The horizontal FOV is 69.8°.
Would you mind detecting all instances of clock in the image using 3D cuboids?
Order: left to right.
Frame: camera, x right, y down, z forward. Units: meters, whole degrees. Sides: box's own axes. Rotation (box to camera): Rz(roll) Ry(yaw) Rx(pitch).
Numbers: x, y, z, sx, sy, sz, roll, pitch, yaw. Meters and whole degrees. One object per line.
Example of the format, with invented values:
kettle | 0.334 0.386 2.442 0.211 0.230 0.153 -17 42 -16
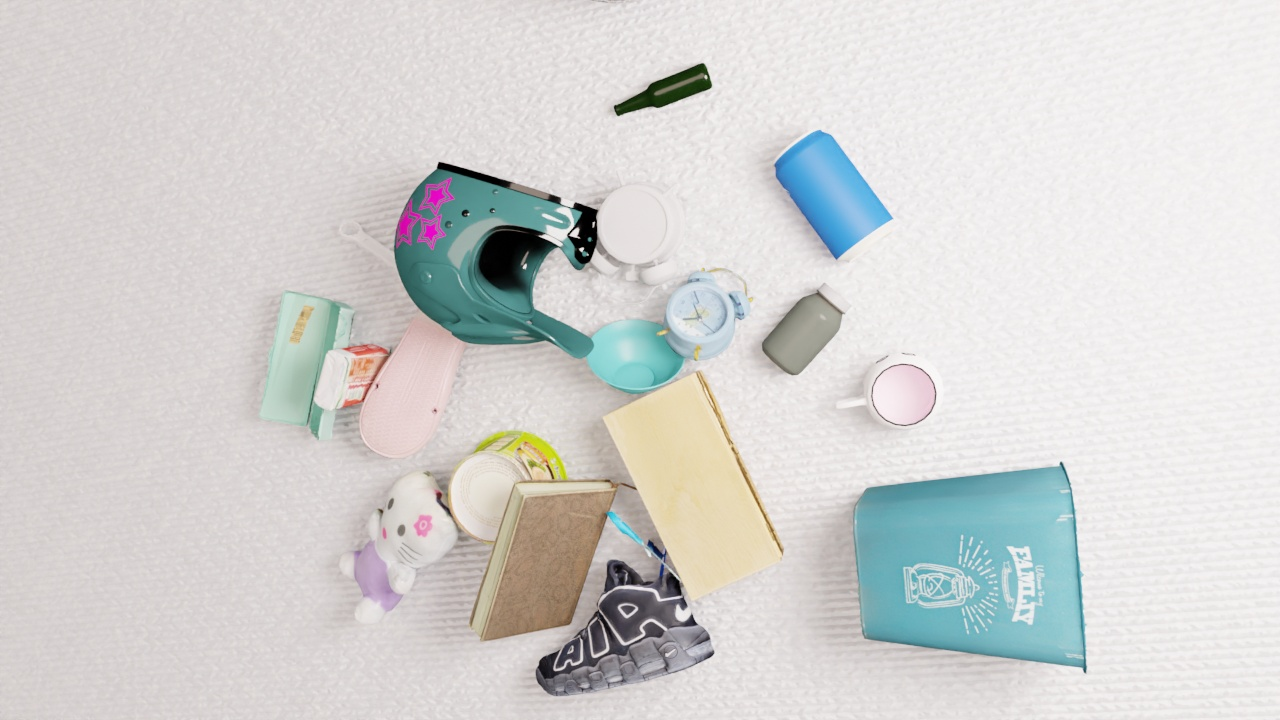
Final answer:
clock | -0.005 -0.148 1.137 0.120 0.061 0.159 15 102 13
clock | 0.079 -0.059 1.112 0.089 0.052 0.124 35 73 16

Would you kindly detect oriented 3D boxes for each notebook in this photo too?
notebook | -0.102 0.244 1.150 0.034 0.189 0.216 36 115 45

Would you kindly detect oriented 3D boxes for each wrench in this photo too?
wrench | -0.295 -0.111 1.224 0.273 0.009 0.047 33 57 12

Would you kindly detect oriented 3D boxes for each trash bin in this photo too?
trash bin | 0.357 0.219 1.004 0.219 0.198 0.196 -5 92 21

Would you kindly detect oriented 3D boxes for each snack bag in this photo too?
snack bag | -0.378 0.020 1.212 0.036 0.115 0.077 21 101 12

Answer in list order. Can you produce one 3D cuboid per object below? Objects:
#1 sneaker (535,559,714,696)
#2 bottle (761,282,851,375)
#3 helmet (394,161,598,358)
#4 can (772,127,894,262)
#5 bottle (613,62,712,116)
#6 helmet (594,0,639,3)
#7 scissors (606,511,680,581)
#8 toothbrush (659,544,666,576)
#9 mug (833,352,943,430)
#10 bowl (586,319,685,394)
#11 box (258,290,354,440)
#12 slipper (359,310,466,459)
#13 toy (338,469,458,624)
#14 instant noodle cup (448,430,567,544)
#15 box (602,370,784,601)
sneaker | -0.039 0.331 1.155 0.253 0.097 0.150 -21 73 25
bottle | 0.198 -0.038 1.088 0.060 0.060 0.108 42 102 8
helmet | -0.172 -0.113 1.112 0.275 0.176 0.200 20 96 21
can | 0.223 -0.190 1.061 0.079 0.078 0.146 -36 84 14
bottle | 0.026 -0.328 1.128 0.123 0.033 0.033 -17 89 15
helmet | -0.029 -0.521 1.023 0.314 0.235 0.231 38 98 17
scissors | 0.010 0.230 1.124 0.127 0.127 0.014 36 84 35
toothbrush | 0.019 0.318 1.181 0.011 0.016 0.187 7 93 16
mug | 0.286 0.040 1.061 0.124 0.076 0.090 -13 90 15
bowl | -0.007 0.006 1.138 0.121 0.120 0.046 16 137 13
box | -0.453 0.006 1.246 0.112 0.078 0.187 14 96 -10
slipper | -0.294 0.028 1.221 0.107 0.055 0.221 25 89 11
toy | -0.315 0.248 1.218 0.210 0.085 0.137 -50 48 19
instant noodle cup | -0.173 0.167 1.177 0.146 0.097 0.146 1 94 14
box | 0.066 0.151 1.122 0.128 0.091 0.249 -26 88 18
